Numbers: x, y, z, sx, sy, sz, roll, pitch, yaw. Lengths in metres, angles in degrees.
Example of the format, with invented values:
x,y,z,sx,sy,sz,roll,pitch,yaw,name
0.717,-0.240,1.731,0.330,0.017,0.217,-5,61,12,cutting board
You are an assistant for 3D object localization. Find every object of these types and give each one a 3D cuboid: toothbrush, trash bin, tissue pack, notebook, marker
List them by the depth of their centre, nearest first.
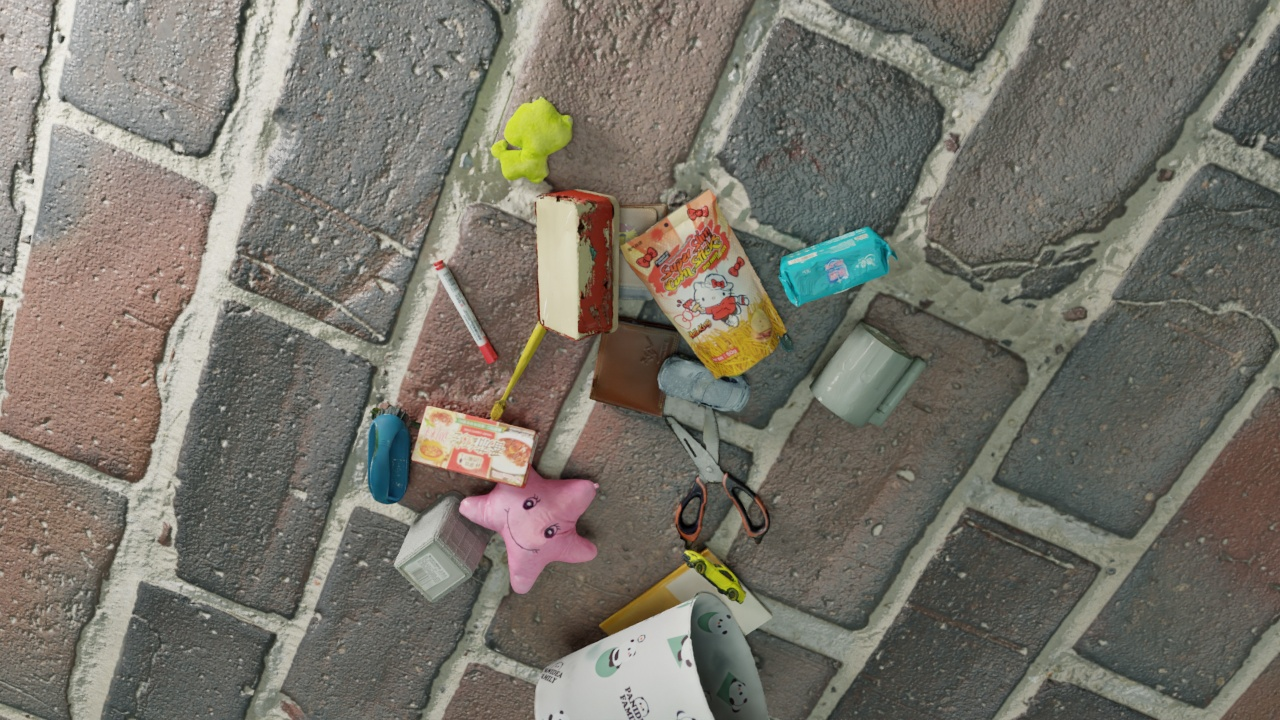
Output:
x,y,z,sx,sy,sz,roll,pitch,yaw,name
0.228,-0.111,1.073,0.133,0.093,0.050,-19,104,11,tissue pack
0.143,-0.088,1.127,0.016,0.018,0.191,-32,106,-1,toothbrush
-0.221,-0.061,1.165,0.017,0.017,0.145,-23,107,12,marker
-0.149,0.000,1.182,0.015,0.016,0.190,28,110,-7,toothbrush
0.012,0.460,1.230,0.252,0.229,0.229,-25,107,18,trash bin
-0.272,0.100,1.232,0.186,0.012,0.017,19,117,-3,toothbrush
0.064,0.372,1.310,0.207,0.010,0.146,-38,103,16,notebook

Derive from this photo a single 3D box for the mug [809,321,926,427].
x,y,z,sx,sy,sz,roll,pitch,yaw,name
0.286,0.022,1.134,0.123,0.083,0.103,21,112,-33,mug

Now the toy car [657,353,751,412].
x,y,z,sx,sy,sz,roll,pitch,yaw,name
0.081,0.030,1.157,0.120,0.036,0.054,17,111,-18,toy car

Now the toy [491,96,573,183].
x,y,z,sx,sy,sz,roll,pitch,yaw,name
-0.128,-0.258,1.076,0.097,0.031,0.100,6,111,4,toy

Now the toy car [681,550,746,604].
x,y,z,sx,sy,sz,roll,pitch,yaw,name
0.102,0.290,1.247,0.105,0.048,0.032,40,80,-10,toy car

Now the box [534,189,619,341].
x,y,z,sx,sy,sz,roll,pitch,yaw,name
-0.080,-0.112,1.084,0.091,0.078,0.168,21,119,43,box

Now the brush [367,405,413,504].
x,y,z,sx,sy,sz,roll,pitch,yaw,name
-0.334,0.134,1.211,0.055,0.073,0.144,10,120,-2,brush

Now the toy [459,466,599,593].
x,y,z,sx,sy,sz,roll,pitch,yaw,name
-0.138,0.200,1.227,0.178,0.074,0.194,-30,96,3,toy

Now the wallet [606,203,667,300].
x,y,z,sx,sy,sz,roll,pitch,yaw,name
-0.009,-0.132,1.116,0.090,0.033,0.115,1,107,5,wallet

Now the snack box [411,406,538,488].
x,y,z,sx,sy,sz,roll,pitch,yaw,name
-0.215,0.113,1.197,0.153,0.025,0.075,13,78,7,snack box

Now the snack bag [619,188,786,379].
x,y,z,sx,sy,sz,roll,pitch,yaw,name
0.081,-0.085,1.098,0.128,0.073,0.208,-33,108,4,snack bag

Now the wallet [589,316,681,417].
x,y,z,sx,sy,sz,roll,pitch,yaw,name
-0.007,0.007,1.168,0.101,0.032,0.125,11,112,-3,wallet

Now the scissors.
x,y,z,sx,sy,sz,roll,pitch,yaw,name
0.097,0.166,1.227,0.189,0.015,0.227,20,111,-3,scissors

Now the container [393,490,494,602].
x,y,z,sx,sy,sz,roll,pitch,yaw,name
-0.265,0.252,1.234,0.090,0.114,0.090,-37,104,15,container
